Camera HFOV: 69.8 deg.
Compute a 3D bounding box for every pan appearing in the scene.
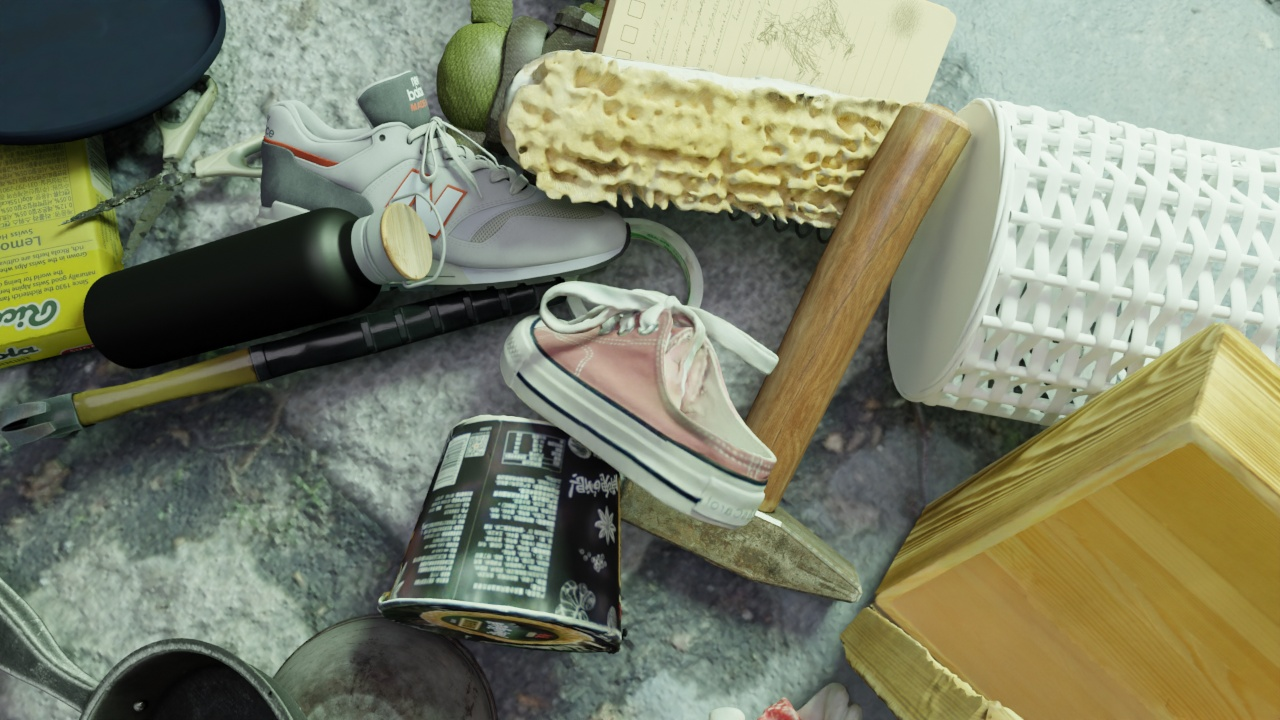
[{"bbox_3d":[-0.294,0.195,0.501,0.357,0.055,0.187,33,99,24],"label":"pan"},{"bbox_3d":[-0.445,-0.180,0.582,0.355,0.021,0.198,-24,59,-19],"label":"pan"}]

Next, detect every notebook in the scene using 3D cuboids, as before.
[{"bbox_3d":[0.079,-0.170,0.581,0.225,0.024,0.168,10,111,-21],"label":"notebook"}]

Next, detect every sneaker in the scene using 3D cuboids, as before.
[{"bbox_3d":[-0.129,-0.112,0.562,0.240,0.088,0.124,-4,112,3],"label":"sneaker"},{"bbox_3d":[-0.003,0.003,0.506,0.118,0.241,0.088,21,97,-34],"label":"sneaker"}]

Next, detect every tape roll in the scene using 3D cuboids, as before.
[{"bbox_3d":[-0.005,-0.051,0.623,0.094,0.018,0.093,1,76,-4],"label":"tape roll"}]

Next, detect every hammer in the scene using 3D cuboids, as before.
[{"bbox_3d":[-0.207,-0.005,0.561,0.332,0.118,0.025,-16,95,-13],"label":"hammer"},{"bbox_3d":[0.115,-0.008,0.549,0.158,0.037,0.301,25,101,2],"label":"hammer"}]

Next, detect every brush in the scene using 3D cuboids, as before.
[{"bbox_3d":[0.051,-0.128,0.544,0.271,0.056,0.083,4,111,-19],"label":"brush"}]

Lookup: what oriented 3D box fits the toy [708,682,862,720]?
[{"bbox_3d":[0.047,0.256,0.517,0.194,0.084,0.159,-30,52,-10],"label":"toy"}]

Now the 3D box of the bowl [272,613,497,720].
[{"bbox_3d":[-0.156,0.219,0.519,0.145,0.067,0.144,1,76,-4],"label":"bowl"}]

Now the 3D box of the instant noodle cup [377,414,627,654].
[{"bbox_3d":[-0.069,0.100,0.526,0.137,0.137,0.112,9,66,-2],"label":"instant noodle cup"}]

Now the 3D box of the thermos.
[{"bbox_3d":[-0.211,-0.046,0.527,0.232,0.061,0.061,-12,75,20],"label":"thermos"}]

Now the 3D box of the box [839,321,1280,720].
[{"bbox_3d":[0.250,0.202,0.442,0.279,0.270,0.262,42,52,4],"label":"box"}]

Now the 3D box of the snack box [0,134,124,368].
[{"bbox_3d":[-0.405,-0.087,0.592,0.121,0.045,0.180,-15,75,-10],"label":"snack box"}]

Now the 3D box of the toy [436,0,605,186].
[{"bbox_3d":[-0.060,-0.177,0.618,0.153,0.078,0.179,15,99,1],"label":"toy"}]

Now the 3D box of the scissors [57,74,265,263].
[{"bbox_3d":[-0.296,-0.133,0.608,0.168,0.013,0.157,-9,61,-19],"label":"scissors"}]

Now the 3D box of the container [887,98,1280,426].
[{"bbox_3d":[0.270,-0.048,0.553,0.187,0.189,0.189,11,75,0],"label":"container"}]
